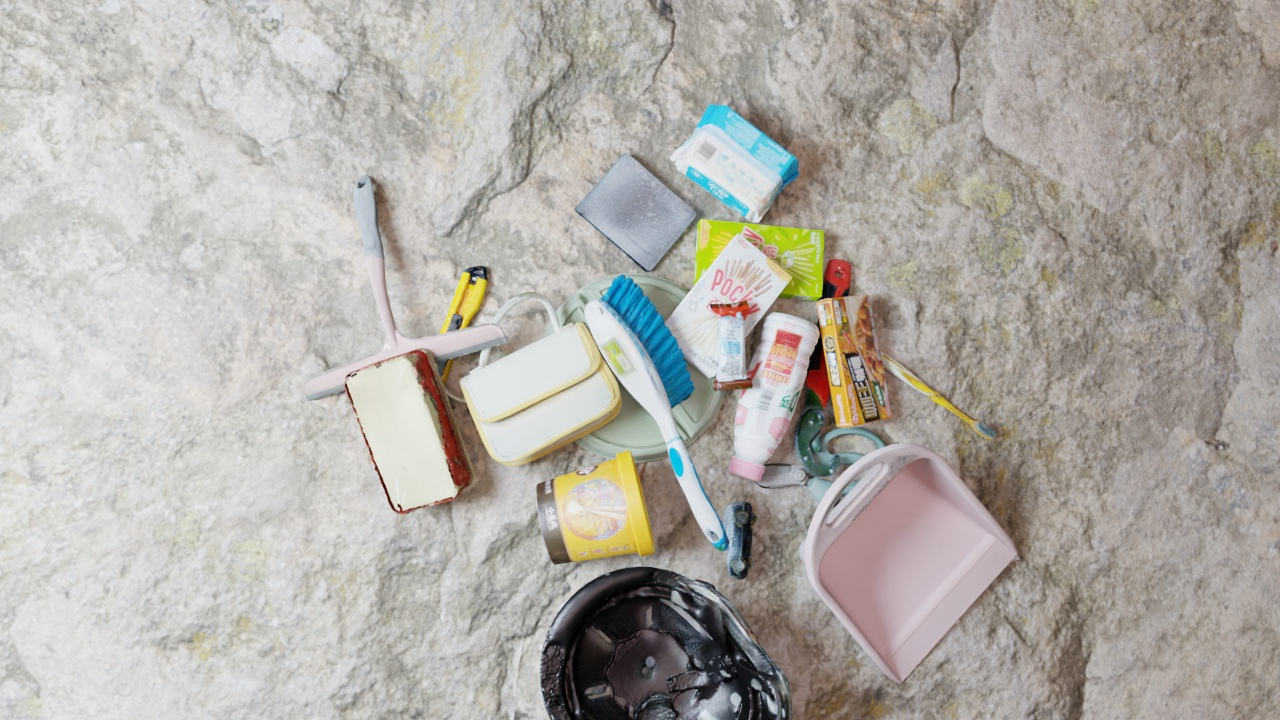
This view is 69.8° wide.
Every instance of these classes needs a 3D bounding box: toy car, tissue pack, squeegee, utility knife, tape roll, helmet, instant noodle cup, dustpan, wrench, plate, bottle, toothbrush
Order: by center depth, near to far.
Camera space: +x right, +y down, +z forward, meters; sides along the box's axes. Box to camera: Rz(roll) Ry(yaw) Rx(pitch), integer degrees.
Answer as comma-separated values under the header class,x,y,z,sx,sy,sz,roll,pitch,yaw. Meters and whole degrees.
class,x,y,z,sx,sy,sz,roll,pitch,yaw
helmet,0.021,0.349,0.989,0.274,0.157,0.229,39,77,3
instant noodle cup,-0.051,0.171,1.028,0.114,0.118,0.118,-14,85,1
dustpan,0.298,0.223,1.030,0.273,0.139,0.222,42,85,-3
squeegee,-0.301,-0.105,1.055,0.248,0.040,0.249,-17,77,8
tape roll,-0.198,0.006,1.069,0.085,0.014,0.086,0,90,-17
toy car,0.115,0.210,1.074,0.034,0.043,0.090,-1,79,21
utility knife,-0.222,-0.023,1.079,0.033,0.015,0.195,19,83,-1
bottle,0.153,0.045,1.087,0.068,0.068,0.197,18,86,-4
plate,-0.006,0.006,1.092,0.230,0.027,0.230,1,83,-5
wrench,0.225,0.005,1.114,0.056,0.016,0.273,9,77,-5
tissue pack,0.116,-0.239,1.115,0.140,0.063,0.090,36,83,0
toothbrush,0.360,0.041,1.130,0.191,0.018,0.016,35,79,-1

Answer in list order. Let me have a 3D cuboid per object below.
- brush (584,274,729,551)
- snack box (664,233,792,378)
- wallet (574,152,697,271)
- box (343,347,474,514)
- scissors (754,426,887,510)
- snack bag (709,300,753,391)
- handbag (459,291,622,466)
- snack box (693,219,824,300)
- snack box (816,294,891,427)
class,x,y,z,sx,sy,sz,roll,pitch,yaw
brush,0.031,0.057,1.026,0.314,0.061,0.109,57,38,-4
snack box,0.099,-0.064,1.084,0.084,0.027,0.156,39,82,0
wallet,-0.005,-0.180,1.120,0.121,0.019,0.097,40,83,-2
box,-0.253,0.078,1.007,0.091,0.080,0.168,-17,98,8
scissors,0.222,0.157,1.104,0.185,0.019,0.132,-21,86,-6
snack bag,0.104,-0.017,1.051,0.048,0.026,0.104,-4,85,0
handbag,-0.124,0.013,1.040,0.163,0.063,0.178,-27,81,-5
snack box,0.145,-0.122,1.123,0.156,0.026,0.085,5,82,-5
snack box,0.256,0.000,1.100,0.075,0.026,0.153,-8,88,-37
